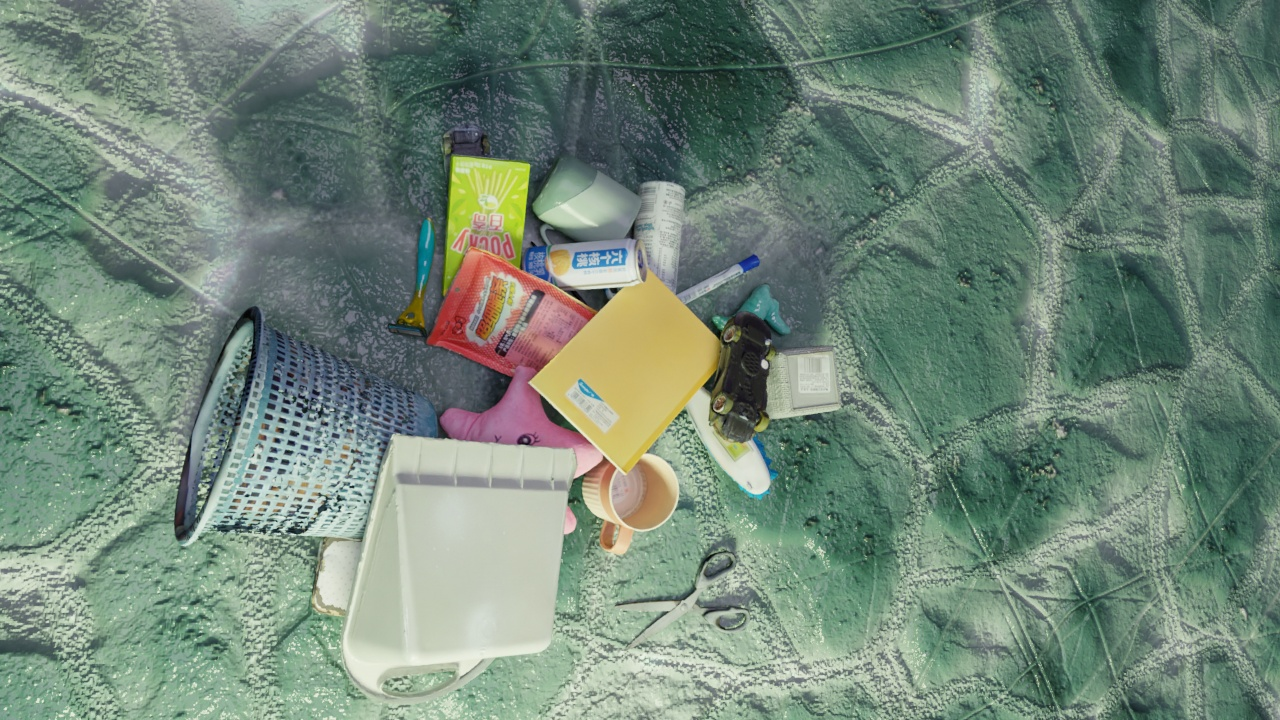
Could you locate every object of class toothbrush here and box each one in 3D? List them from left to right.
[{"bbox_3d":[-0.070,-0.068,1.091,0.017,0.014,0.189,-40,100,6],"label":"toothbrush"}]

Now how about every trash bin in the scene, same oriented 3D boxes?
[{"bbox_3d":[-0.315,0.084,0.892,0.195,0.227,0.226,20,79,-31],"label":"trash bin"}]

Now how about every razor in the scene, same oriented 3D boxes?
[{"bbox_3d":[-0.245,-0.093,1.016,0.043,0.028,0.132,8,85,11],"label":"razor"}]

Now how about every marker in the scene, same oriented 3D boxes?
[{"bbox_3d":[0.089,-0.097,1.151,0.145,0.017,0.017,-29,96,-21],"label":"marker"}]

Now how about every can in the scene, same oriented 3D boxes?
[{"bbox_3d":[-0.062,-0.107,1.037,0.135,0.053,0.053,-3,86,14],"label":"can"},{"bbox_3d":[0.019,-0.139,1.105,0.058,0.058,0.146,8,83,-20],"label":"can"}]

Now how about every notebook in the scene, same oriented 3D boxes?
[{"bbox_3d":[-0.006,0.006,1.020,0.146,0.010,0.205,44,62,-4],"label":"notebook"}]

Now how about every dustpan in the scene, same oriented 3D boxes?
[{"bbox_3d":[-0.192,0.217,0.924,0.222,0.143,0.257,10,74,-43],"label":"dustpan"}]

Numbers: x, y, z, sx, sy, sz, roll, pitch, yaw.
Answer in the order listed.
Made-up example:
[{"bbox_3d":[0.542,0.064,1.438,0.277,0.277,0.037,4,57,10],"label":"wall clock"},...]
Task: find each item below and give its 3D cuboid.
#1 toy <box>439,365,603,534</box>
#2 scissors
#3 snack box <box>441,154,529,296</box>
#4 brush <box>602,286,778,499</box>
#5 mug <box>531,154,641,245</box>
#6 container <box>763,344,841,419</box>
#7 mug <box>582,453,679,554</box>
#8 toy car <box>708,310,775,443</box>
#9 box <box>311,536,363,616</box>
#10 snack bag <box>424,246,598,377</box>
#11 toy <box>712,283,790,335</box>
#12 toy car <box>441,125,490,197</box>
[{"bbox_3d":[-0.125,0.102,1.016,0.178,0.074,0.194,-9,93,-3],"label":"toy"},{"bbox_3d":[0.058,0.295,1.110,0.178,0.014,0.159,29,77,-15],"label":"scissors"},{"bbox_3d":[-0.173,-0.146,1.020,0.085,0.026,0.156,2,107,-20],"label":"snack box"},{"bbox_3d":[0.058,0.031,1.086,0.060,0.109,0.314,-37,81,5],"label":"brush"},{"bbox_3d":[-0.072,-0.170,1.068,0.106,0.082,0.112,29,107,-17],"label":"mug"},{"bbox_3d":[0.181,0.027,1.124,0.090,0.114,0.090,-7,88,-21],"label":"container"},{"bbox_3d":[-0.018,0.161,1.041,0.081,0.106,0.114,19,79,-19],"label":"mug"},{"bbox_3d":[0.116,0.018,1.048,0.070,0.042,0.157,28,63,-31],"label":"toy car"},{"bbox_3d":[-0.250,0.230,0.974,0.184,0.061,0.089,14,82,-21],"label":"box"},{"bbox_3d":[-0.122,-0.033,1.033,0.207,0.073,0.129,26,108,-17],"label":"snack bag"},{"bbox_3d":[0.146,-0.052,1.164,0.096,0.030,0.091,44,75,-19],"label":"toy"},{"bbox_3d":[-0.194,-0.204,1.037,0.054,0.037,0.120,-7,97,-18],"label":"toy car"}]
